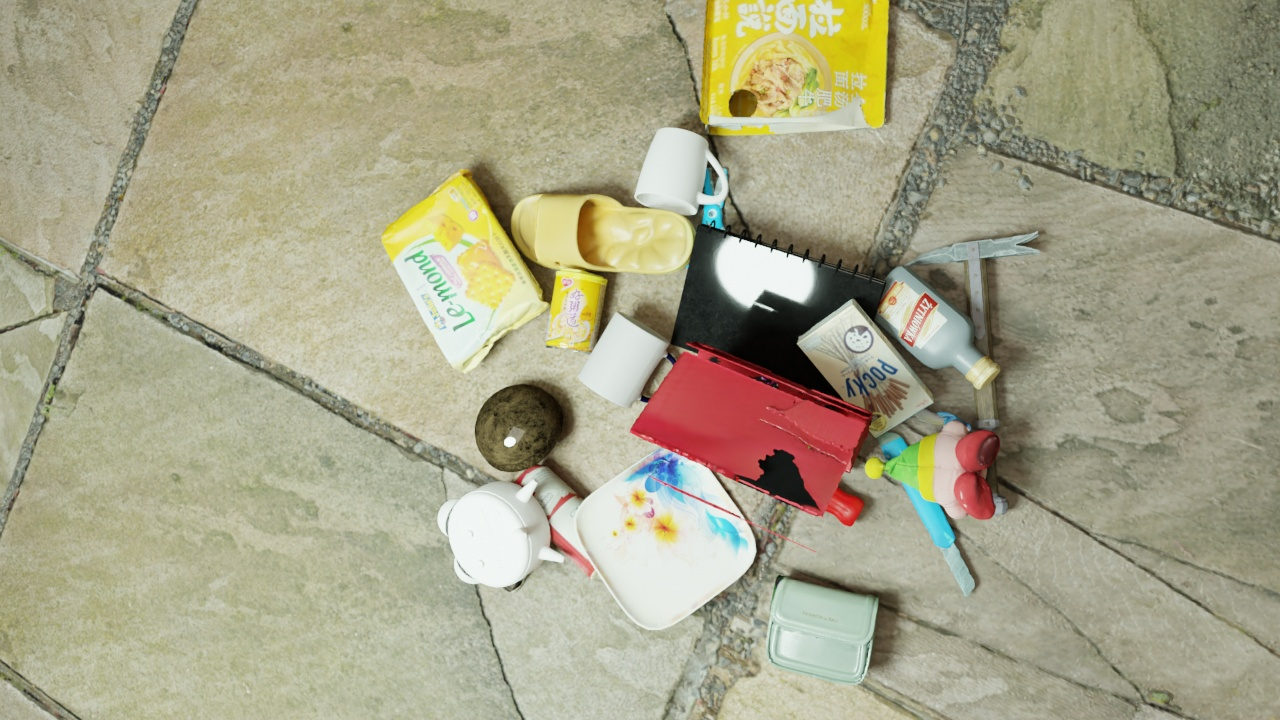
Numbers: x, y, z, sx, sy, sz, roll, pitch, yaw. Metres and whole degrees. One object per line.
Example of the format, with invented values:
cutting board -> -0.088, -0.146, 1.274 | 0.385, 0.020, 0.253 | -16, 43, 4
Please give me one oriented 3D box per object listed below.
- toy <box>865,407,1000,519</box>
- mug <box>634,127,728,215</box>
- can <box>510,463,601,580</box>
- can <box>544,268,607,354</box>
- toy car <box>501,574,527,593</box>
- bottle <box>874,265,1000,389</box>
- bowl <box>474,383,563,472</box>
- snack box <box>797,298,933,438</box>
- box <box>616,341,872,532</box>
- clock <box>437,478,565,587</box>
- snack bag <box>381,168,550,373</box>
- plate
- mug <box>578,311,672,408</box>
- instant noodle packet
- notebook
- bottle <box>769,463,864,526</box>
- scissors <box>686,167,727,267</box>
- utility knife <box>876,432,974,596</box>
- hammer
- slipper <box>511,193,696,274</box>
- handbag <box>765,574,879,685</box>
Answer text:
toy -> 0.330, 0.113, 1.032 | 0.096, 0.132, 0.124 | 5, 86, -27
mug -> 0.058, -0.233, 1.144 | 0.114, 0.081, 0.087 | 13, 85, 16
can -> -0.094, 0.205, 1.179 | 0.170, 0.067, 0.067 | 40, 99, 16
can -> -0.084, -0.063, 1.188 | 0.068, 0.067, 0.105 | 10, 91, 18
toy car -> -0.162, 0.259, 1.216 | 0.048, 0.040, 0.113 | 38, 117, 16
bottle -> 0.336, -0.033, 1.044 | 0.161, 0.046, 0.072 | 47, 114, 26
bowl -> -0.166, 0.078, 1.186 | 0.121, 0.056, 0.121 | -13, 54, 18
snack box -> 0.260, 0.010, 1.061 | 0.082, 0.026, 0.150 | -38, 96, 25
box -> 0.132, 0.058, 0.987 | 0.211, 0.315, 0.124 | 23, 104, 16
clock -> -0.184, 0.220, 1.151 | 0.161, 0.072, 0.125 | -18, 93, 32
snack bag -> -0.235, -0.124, 1.239 | 0.160, 0.068, 0.247 | -34, 78, 15
plate -> 0.030, 0.216, 1.130 | 0.186, 0.016, 0.187 | -33, 77, -13
mug -> -0.007, 0.007, 1.162 | 0.112, 0.078, 0.097 | 30, 97, -12
instant noodle packet -> 0.187, -0.362, 1.115 | 0.222, 0.084, 0.163 | 2, 90, 11
notebook -> 0.160, -0.060, 1.105 | 0.231, 0.019, 0.169 | 20, 115, 17
bottle -> 0.209, 0.154, 1.100 | 0.119, 0.036, 0.036 | 31, 97, 17
scissors -> 0.082, -0.181, 1.169 | 0.090, 0.014, 0.141 | -7, 88, 20
utility knife -> 0.335, 0.175, 1.070 | 0.031, 0.015, 0.209 | -28, 76, 16
hammer -> 0.390, 0.019, 1.053 | 0.147, 0.028, 0.316 | -5, 86, 25
slipper -> -0.059, -0.162, 1.179 | 0.264, 0.078, 0.099 | 9, 93, 20
handbag -> 0.211, 0.316, 1.077 | 0.122, 0.067, 0.106 | 9, 89, 18
